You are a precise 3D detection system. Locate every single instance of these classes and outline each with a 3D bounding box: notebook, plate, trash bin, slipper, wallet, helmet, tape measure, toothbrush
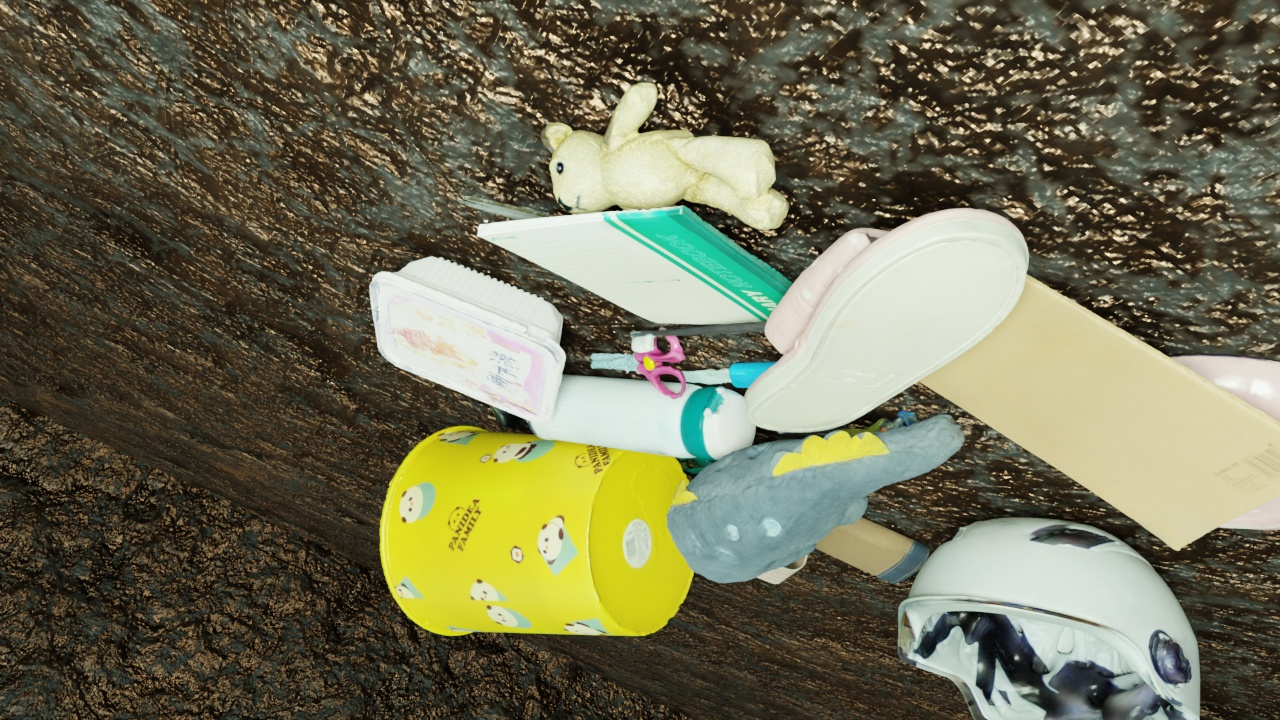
[{"bbox_3d":[0.279,0.030,0.568,0.211,0.012,0.150,35,156,14],"label":"notebook"},{"bbox_3d":[0.373,0.065,0.592,0.192,0.039,0.193,19,154,9],"label":"plate"},{"bbox_3d":[-0.095,0.178,0.946,0.256,0.229,0.229,-5,143,36],"label":"trash bin"},{"bbox_3d":[0.139,-0.022,0.576,0.114,0.054,0.275,5,154,-11],"label":"slipper"},{"bbox_3d":[0.232,0.192,0.962,0.115,0.033,0.090,23,152,3],"label":"wallet"},{"bbox_3d":[0.018,-0.056,0.602,0.151,0.012,0.209,2,167,35],"label":"notebook"},{"bbox_3d":[0.348,0.213,0.777,0.258,0.145,0.230,45,146,-23],"label":"helmet"},{"bbox_3d":[0.049,0.096,0.933,0.058,0.025,0.055,33,154,-21],"label":"tape measure"},{"bbox_3d":[0.052,-0.020,0.689,0.015,0.018,0.181,7,172,-40],"label":"toothbrush"}]

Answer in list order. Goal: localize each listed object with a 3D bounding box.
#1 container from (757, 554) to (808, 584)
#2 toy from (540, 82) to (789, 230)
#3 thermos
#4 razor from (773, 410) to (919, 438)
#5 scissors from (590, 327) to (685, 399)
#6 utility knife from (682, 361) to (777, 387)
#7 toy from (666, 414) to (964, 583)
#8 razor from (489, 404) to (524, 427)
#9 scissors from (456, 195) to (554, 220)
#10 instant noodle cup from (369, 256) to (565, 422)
[{"bbox_3d":[0.127,0.175,0.952,0.090,0.089,0.111,19,158,7],"label":"container"},{"bbox_3d":[0.012,-0.105,0.530,0.157,0.066,0.105,14,148,33],"label":"toy"},{"bbox_3d":[-0.002,0.051,0.827,0.225,0.073,0.073,4,148,40],"label":"thermos"},{"bbox_3d":[0.168,0.059,0.769,0.143,0.022,0.042,0,145,40],"label":"razor"},{"bbox_3d":[-0.005,0.006,0.793,0.136,0.017,0.064,-5,102,53],"label":"scissors"},{"bbox_3d":[0.107,0.013,0.736,0.203,0.018,0.034,-1,146,43],"label":"utility knife"},{"bbox_3d":[0.097,0.123,0.744,0.137,0.091,0.357,1,154,-27],"label":"toy"},{"bbox_3d":[-0.141,0.030,0.942,0.067,0.062,0.168,50,165,14],"label":"razor"},{"bbox_3d":[-0.037,-0.081,0.599,0.173,0.014,0.142,4,173,2],"label":"scissors"},{"bbox_3d":[-0.143,-0.025,0.806,0.173,0.060,0.138,21,147,2],"label":"instant noodle cup"}]
